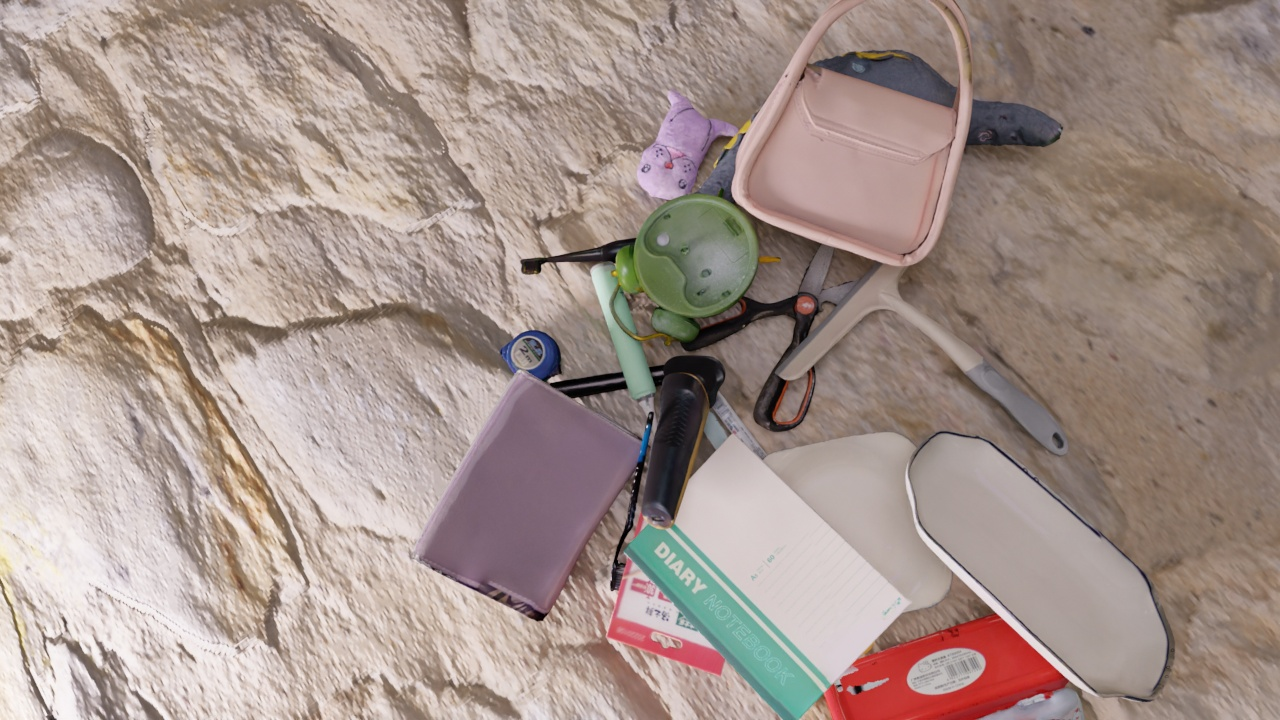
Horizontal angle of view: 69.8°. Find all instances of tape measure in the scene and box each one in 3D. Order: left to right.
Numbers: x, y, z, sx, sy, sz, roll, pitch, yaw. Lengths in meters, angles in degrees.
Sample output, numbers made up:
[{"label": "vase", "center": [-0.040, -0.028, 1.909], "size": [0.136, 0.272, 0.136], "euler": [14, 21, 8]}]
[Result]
[{"label": "tape measure", "center": [-0.107, -0.002, 0.924], "size": [0.054, 0.025, 0.058], "euler": [-37, 77, -1]}]

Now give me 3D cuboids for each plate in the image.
[{"label": "plate", "center": [0.188, 0.153, 0.833], "size": [0.164, 0.034, 0.163], "euler": [-10, 76, -4]}, {"label": "plate", "center": [0.332, 0.173, 0.784], "size": [0.265, 0.034, 0.161], "euler": [43, 46, 13]}]

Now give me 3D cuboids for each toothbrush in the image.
[{"label": "toothbrush", "center": [-0.019, -0.109, 0.930], "size": [0.213, 0.026, 0.027], "euler": [-7, 67, 8]}, {"label": "toothbrush", "center": [-0.005, 0.134, 0.850], "size": [0.016, 0.014, 0.190], "euler": [15, 109, 10]}, {"label": "toothbrush", "center": [-0.005, 0.005, 0.886], "size": [0.026, 0.027, 0.224], "euler": [-22, 71, 10]}]

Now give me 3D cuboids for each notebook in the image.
[{"label": "notebook", "center": [0.105, 0.188, 0.802], "size": [0.209, 0.012, 0.150], "euler": [43, 94, 19]}]

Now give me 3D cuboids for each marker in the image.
[{"label": "marker", "center": [-0.025, 0.022, 0.910], "size": [0.132, 0.020, 0.022], "euler": [-9, 58, 7]}, {"label": "marker", "center": [0.102, 0.076, 0.881], "size": [0.017, 0.017, 0.145], "euler": [-37, 76, 1]}]

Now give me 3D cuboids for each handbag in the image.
[{"label": "handbag", "center": [-0.102, 0.124, 0.862], "size": [0.145, 0.098, 0.197], "euler": [31, 86, -5]}, {"label": "handbag", "center": [0.200, -0.216, 0.807], "size": [0.193, 0.093, 0.235], "euler": [16, 115, -5]}]

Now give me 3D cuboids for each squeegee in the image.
[{"label": "squeegee", "center": [0.298, 0.001, 0.846], "size": [0.246, 0.039, 0.246], "euler": [43, 82, 10]}]

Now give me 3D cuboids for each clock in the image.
[{"label": "clock", "center": [0.042, -0.084, 0.874], "size": [0.161, 0.056, 0.116], "euler": [-37, 77, 3]}]

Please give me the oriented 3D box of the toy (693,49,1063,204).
[{"label": "toy", "center": [0.212, -0.225, 0.883], "size": [0.357, 0.091, 0.138], "euler": [-7, 94, 11]}]

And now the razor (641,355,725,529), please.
[{"label": "razor", "center": [0.035, 0.072, 0.835], "size": [0.062, 0.067, 0.167], "euler": [0, 58, 26]}]

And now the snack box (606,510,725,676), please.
[{"label": "snack box", "center": [0.042, 0.209, 0.846], "size": [0.113, 0.044, 0.127], "euler": [14, 83, 18]}]

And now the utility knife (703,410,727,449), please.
[{"label": "utility knife", "center": [0.110, 0.133, 0.869], "size": [0.034, 0.018, 0.209], "euler": [-33, 76, 2]}]

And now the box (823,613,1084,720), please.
[{"label": "box", "center": [0.272, 0.308, 0.800], "size": [0.201, 0.100, 0.112], "euler": [-20, 42, 5]}]

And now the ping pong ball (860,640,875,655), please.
[{"label": "ping pong ball", "center": [0.190, 0.245, 0.823], "size": [0.040, 0.040, 0.040], "euler": [-2, 79, 9]}]

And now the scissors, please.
[{"label": "scissors", "center": [0.142, -0.040, 0.893], "size": [0.231, 0.022, 0.220], "euler": [4, 81, 7]}]

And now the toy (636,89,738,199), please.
[{"label": "toy", "center": [0.041, -0.211, 0.934], "size": [0.084, 0.039, 0.108], "euler": [29, 84, 4]}]
